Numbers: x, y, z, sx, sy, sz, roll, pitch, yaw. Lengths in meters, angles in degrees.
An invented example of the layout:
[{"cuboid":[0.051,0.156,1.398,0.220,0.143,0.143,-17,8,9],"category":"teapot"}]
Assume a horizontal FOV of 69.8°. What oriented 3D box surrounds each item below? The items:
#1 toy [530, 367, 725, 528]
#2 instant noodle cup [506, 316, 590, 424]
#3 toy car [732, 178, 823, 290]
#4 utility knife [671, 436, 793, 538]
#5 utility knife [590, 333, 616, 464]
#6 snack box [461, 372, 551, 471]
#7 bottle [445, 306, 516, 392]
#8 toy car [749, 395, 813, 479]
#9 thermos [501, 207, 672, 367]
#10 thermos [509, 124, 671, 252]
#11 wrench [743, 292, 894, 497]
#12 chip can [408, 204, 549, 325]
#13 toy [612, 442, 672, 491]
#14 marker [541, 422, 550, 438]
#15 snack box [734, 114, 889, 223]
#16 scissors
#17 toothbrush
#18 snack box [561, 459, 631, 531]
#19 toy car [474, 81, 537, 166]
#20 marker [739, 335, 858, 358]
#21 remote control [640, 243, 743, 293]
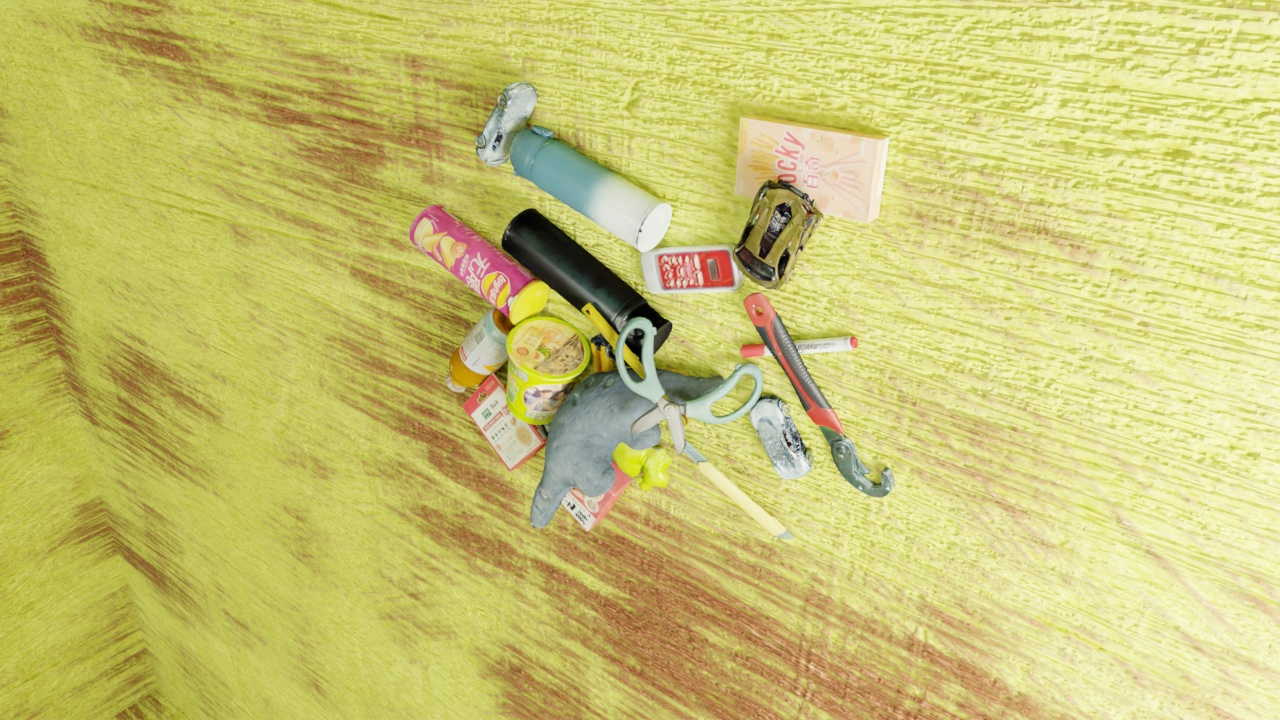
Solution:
[{"cuboid":[-0.048,0.092,1.194,0.357,0.091,0.138,-42,73,25],"category":"toy"},{"cuboid":[-0.136,0.022,1.253,0.111,0.111,0.124,40,139,17],"category":"instant noodle cup"},{"cuboid":[0.140,-0.127,0.967,0.070,0.042,0.158,35,149,12],"category":"toy car"},{"cuboid":[0.109,0.157,1.135,0.204,0.021,0.031,39,138,-11],"category":"utility knife"},{"cuboid":[-0.047,0.061,1.254,0.033,0.015,0.216,15,121,36],"category":"utility knife"},{"cuboid":[-0.193,0.086,1.368,0.127,0.044,0.113,54,135,4],"category":"snack box"},{"cuboid":[-0.229,-0.011,1.333,0.068,0.067,0.190,54,134,5],"category":"bottle"},{"cuboid":[0.164,0.092,1.083,0.049,0.031,0.105,-24,94,43],"category":"toy car"},{"cuboid":[-0.075,-0.088,1.161,0.242,0.068,0.090,41,113,17],"category":"thermos"},{"cuboid":[-0.065,-0.210,1.101,0.220,0.070,0.070,35,129,22],"category":"thermos"},{"cuboid":[0.195,0.041,1.025,0.056,0.016,0.273,-30,97,46],"category":"wrench"},{"cuboid":[-0.224,-0.133,1.267,0.210,0.071,0.072,37,130,21],"category":"chip can"},{"cuboid":[-0.004,0.129,1.239,0.100,0.031,0.097,16,111,27],"category":"toy"},{"cuboid":[-0.148,0.066,1.323,0.015,0.018,0.124,-33,77,43],"category":"marker"},{"cuboid":[0.171,-0.197,0.936,0.157,0.026,0.085,19,122,32],"category":"snack box"},{"cuboid":[0.049,0.016,1.084,0.171,0.019,0.170,-27,92,6],"category":"scissors"},{"cuboid":[-0.007,0.006,1.107,0.016,0.016,0.190,-41,88,20],"category":"toothbrush"},{"cuboid":[-0.087,0.164,1.313,0.127,0.044,0.113,45,138,13],"category":"snack box"},{"cuboid":[-0.166,-0.295,1.149,0.037,0.054,0.121,49,132,14],"category":"toy car"},{"cuboid":[0.176,-0.015,1.030,0.145,0.017,0.017,-4,108,41],"category":"marker"},{"cuboid":[0.058,-0.107,1.080,0.136,0.020,0.056,3,113,39],"category":"remote control"}]
